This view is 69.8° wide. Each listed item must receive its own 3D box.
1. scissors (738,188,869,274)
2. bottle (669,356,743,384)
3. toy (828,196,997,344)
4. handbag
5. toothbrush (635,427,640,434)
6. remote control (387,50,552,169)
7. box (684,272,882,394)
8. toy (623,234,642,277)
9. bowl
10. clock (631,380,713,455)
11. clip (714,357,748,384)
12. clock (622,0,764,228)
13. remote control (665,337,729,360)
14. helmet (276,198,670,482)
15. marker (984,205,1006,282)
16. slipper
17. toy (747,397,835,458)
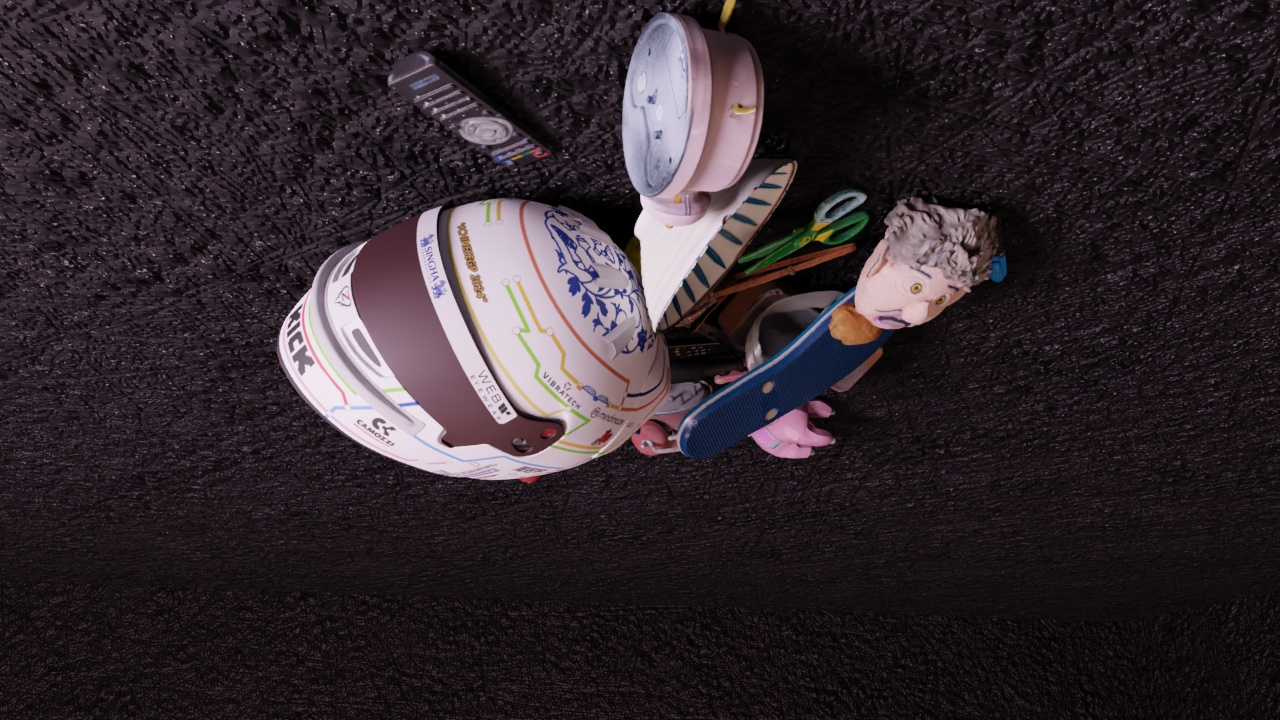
[{"bbox_3d":[0.141,-0.113,0.803,0.132,0.013,0.078,-21,151,-3],"label":"scissors"},{"bbox_3d":[0.063,0.010,1.107,0.123,0.033,0.033,-7,155,14],"label":"bottle"},{"bbox_3d":[0.241,-0.070,0.822,0.132,0.076,0.176,22,125,-30],"label":"toy"},{"bbox_3d":[0.111,-0.072,0.870,0.196,0.043,0.093,-16,-170,22],"label":"handbag"},{"bbox_3d":[-0.005,0.005,0.926,0.016,0.186,0.011,2,130,-5],"label":"toothbrush"},{"bbox_3d":[-0.123,-0.184,0.688,0.046,0.021,0.140,-12,158,28],"label":"remote control"},{"bbox_3d":[0.152,-0.030,1.012,0.217,0.094,0.121,23,120,-41],"label":"box"},{"bbox_3d":[0.030,-0.097,0.856,0.096,0.041,0.094,-13,159,25],"label":"toy"},{"bbox_3d":[0.045,-0.111,0.750,0.071,0.177,0.178,40,156,8],"label":"bowl"},{"bbox_3d":[0.037,0.067,1.111,0.110,0.156,0.062,-9,112,3],"label":"clock"},{"bbox_3d":[0.117,0.019,1.120,0.059,0.039,0.022,-9,158,30],"label":"clip"},{"bbox_3d":[0.028,-0.159,0.627,0.058,0.116,0.158,0,155,-21],"label":"clock"},{"bbox_3d":[0.041,-0.012,1.082,0.125,0.010,0.039,-7,155,15],"label":"remote control"},{"bbox_3d":[-0.112,-0.024,0.789,0.236,0.230,0.314,-33,147,21],"label":"helmet"},{"bbox_3d":[0.332,-0.107,0.859,0.018,0.015,0.123,-6,154,22],"label":"marker"},{"bbox_3d":[0.152,-0.005,0.923,0.294,0.060,0.118,-34,140,-6],"label":"slipper"},{"bbox_3d":[0.179,0.081,1.226,0.157,0.067,0.124,13,155,-16],"label":"toy"}]
